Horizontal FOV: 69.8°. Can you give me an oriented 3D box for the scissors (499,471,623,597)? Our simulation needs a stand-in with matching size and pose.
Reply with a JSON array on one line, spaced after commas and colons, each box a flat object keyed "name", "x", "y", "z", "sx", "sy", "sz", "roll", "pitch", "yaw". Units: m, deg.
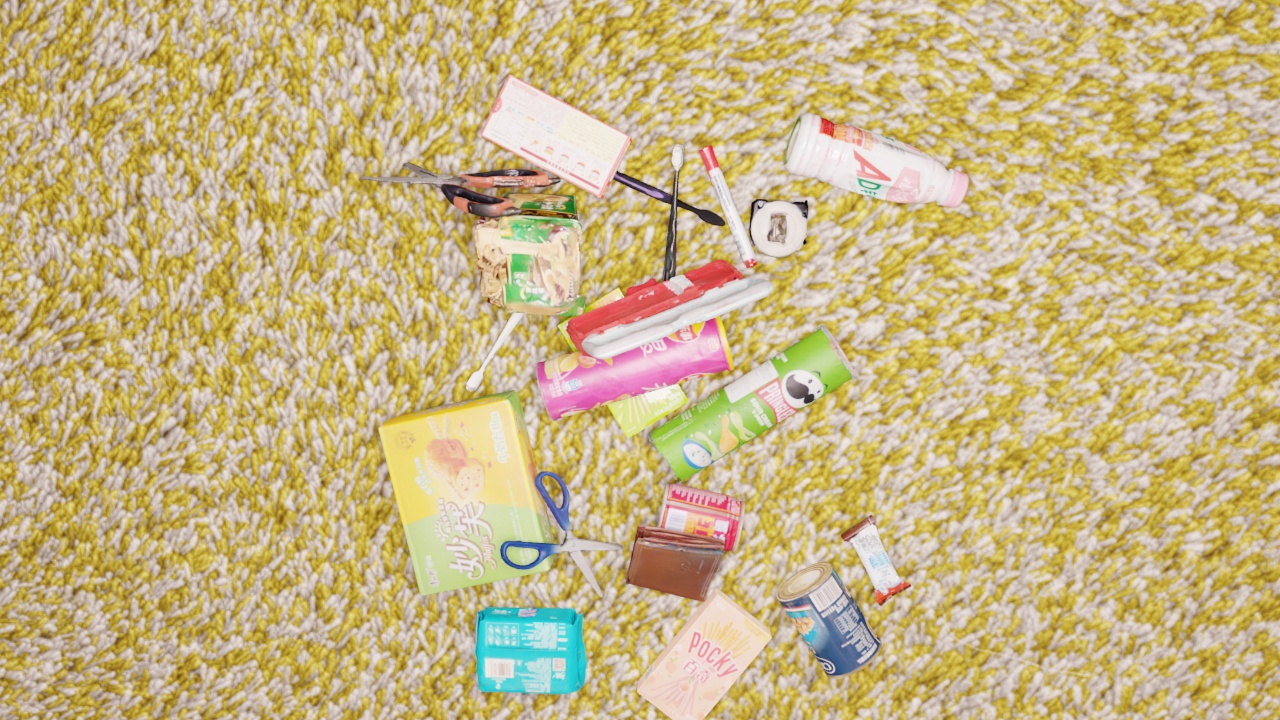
[{"name": "scissors", "x": -0.089, "y": 0.203, "z": 1.049, "sx": 0.162, "sy": 0.012, "sz": 0.174, "roll": -15, "pitch": 97, "yaw": -40}]

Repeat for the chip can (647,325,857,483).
[{"name": "chip can", "x": 0.125, "y": 0.050, "z": 1.042, "sx": 0.236, "sy": 0.072, "sz": 0.072, "roll": -32, "pitch": 93, "yaw": 7}]

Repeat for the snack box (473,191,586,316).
[{"name": "snack box", "x": -0.112, "y": -0.128, "z": 1.008, "sx": 0.117, "sy": 0.105, "sz": 0.118, "roll": 4, "pitch": 126, "yaw": 3}]

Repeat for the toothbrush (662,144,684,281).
[{"name": "toothbrush", "x": 0.036, "y": -0.153, "z": 1.042, "sx": 0.016, "sy": 0.018, "sz": 0.181, "roll": 6, "pitch": 106, "yaw": 7}]

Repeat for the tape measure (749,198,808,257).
[{"name": "tape measure", "x": 0.156, "y": -0.149, "z": 1.037, "sx": 0.066, "sy": 0.033, "sz": 0.066, "roll": 2, "pitch": 96, "yaw": 5}]

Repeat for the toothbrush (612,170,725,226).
[{"name": "toothbrush", "x": 0.011, "y": -0.195, "z": 1.053, "sx": 0.189, "sy": 0.016, "sz": 0.014, "roll": 25, "pitch": 94, "yaw": 3}]

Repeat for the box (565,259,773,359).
[{"name": "box", "x": 0.027, "y": -0.051, "z": 0.975, "sx": 0.201, "sy": 0.158, "sz": 0.039, "roll": -22, "pitch": 113, "yaw": -10}]

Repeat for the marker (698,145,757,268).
[{"name": "marker", "x": 0.101, "y": -0.174, "z": 1.046, "sx": 0.017, "sy": 0.017, "sz": 0.145, "roll": -22, "pitch": 95, "yaw": 5}]

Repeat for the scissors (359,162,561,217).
[{"name": "scissors", "x": -0.195, "y": -0.189, "z": 0.993, "sx": 0.225, "sy": 0.188, "sz": 0.015, "roll": -2, "pitch": 117, "yaw": -7}]

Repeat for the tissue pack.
[{"name": "tissue pack", "x": -0.131, "y": 0.346, "z": 1.097, "sx": 0.133, "sy": 0.050, "sz": 0.093, "roll": 2, "pitch": 94, "yaw": 3}]

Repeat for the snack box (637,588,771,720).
[{"name": "snack box", "x": 0.075, "y": 0.359, "z": 1.099, "sx": 0.084, "sy": 0.026, "sz": 0.157, "roll": 38, "pitch": 97, "yaw": -1}]

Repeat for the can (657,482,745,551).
[{"name": "can", "x": 0.069, "y": 0.182, "z": 1.060, "sx": 0.094, "sy": 0.066, "sz": 0.066, "roll": 11, "pitch": 96, "yaw": 2}]

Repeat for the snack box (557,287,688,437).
[{"name": "snack box", "x": -0.020, "y": 0.002, "z": 1.067, "sx": 0.086, "sy": 0.026, "sz": 0.156, "roll": -31, "pitch": 93, "yaw": 5}]

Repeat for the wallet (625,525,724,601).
[{"name": "wallet", "x": 0.038, "y": 0.235, "z": 1.054, "sx": 0.101, "sy": 0.032, "sz": 0.125, "roll": 11, "pitch": 141, "yaw": 0}]

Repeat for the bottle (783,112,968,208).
[{"name": "bottle", "x": 0.260, "y": -0.214, "z": 1.011, "sx": 0.197, "sy": 0.068, "sz": 0.068, "roll": 16, "pitch": 97, "yaw": -3}]

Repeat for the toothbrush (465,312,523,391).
[{"name": "toothbrush", "x": -0.153, "y": -0.040, "z": 1.077, "sx": 0.016, "sy": 0.016, "sz": 0.180, "roll": 33, "pitch": 95, "yaw": -3}]

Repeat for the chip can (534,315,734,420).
[{"name": "chip can", "x": -0.006, "y": 0.006, "z": 1.016, "sx": 0.210, "sy": 0.071, "sz": 0.071, "roll": -17, "pitch": 95, "yaw": 4}]

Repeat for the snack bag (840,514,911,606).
[{"name": "snack bag", "x": 0.276, "y": 0.235, "z": 1.075, "sx": 0.048, "sy": 0.026, "sz": 0.104, "roll": -31, "pitch": 93, "yaw": 0}]

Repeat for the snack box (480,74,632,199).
[{"name": "snack box", "x": -0.095, "y": -0.253, "z": 1.039, "sx": 0.156, "sy": 0.027, "sz": 0.077, "roll": 28, "pitch": 97, "yaw": 3}]

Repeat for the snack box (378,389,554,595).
[{"name": "snack box", "x": -0.198, "y": 0.154, "z": 1.071, "sx": 0.158, "sy": 0.070, "sz": 0.210, "roll": -12, "pitch": 95, "yaw": 4}]

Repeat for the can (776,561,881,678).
[{"name": "can", "x": 0.217, "y": 0.298, "z": 1.061, "sx": 0.075, "sy": 0.075, "sz": 0.111, "roll": -32, "pitch": 93, "yaw": 6}]
